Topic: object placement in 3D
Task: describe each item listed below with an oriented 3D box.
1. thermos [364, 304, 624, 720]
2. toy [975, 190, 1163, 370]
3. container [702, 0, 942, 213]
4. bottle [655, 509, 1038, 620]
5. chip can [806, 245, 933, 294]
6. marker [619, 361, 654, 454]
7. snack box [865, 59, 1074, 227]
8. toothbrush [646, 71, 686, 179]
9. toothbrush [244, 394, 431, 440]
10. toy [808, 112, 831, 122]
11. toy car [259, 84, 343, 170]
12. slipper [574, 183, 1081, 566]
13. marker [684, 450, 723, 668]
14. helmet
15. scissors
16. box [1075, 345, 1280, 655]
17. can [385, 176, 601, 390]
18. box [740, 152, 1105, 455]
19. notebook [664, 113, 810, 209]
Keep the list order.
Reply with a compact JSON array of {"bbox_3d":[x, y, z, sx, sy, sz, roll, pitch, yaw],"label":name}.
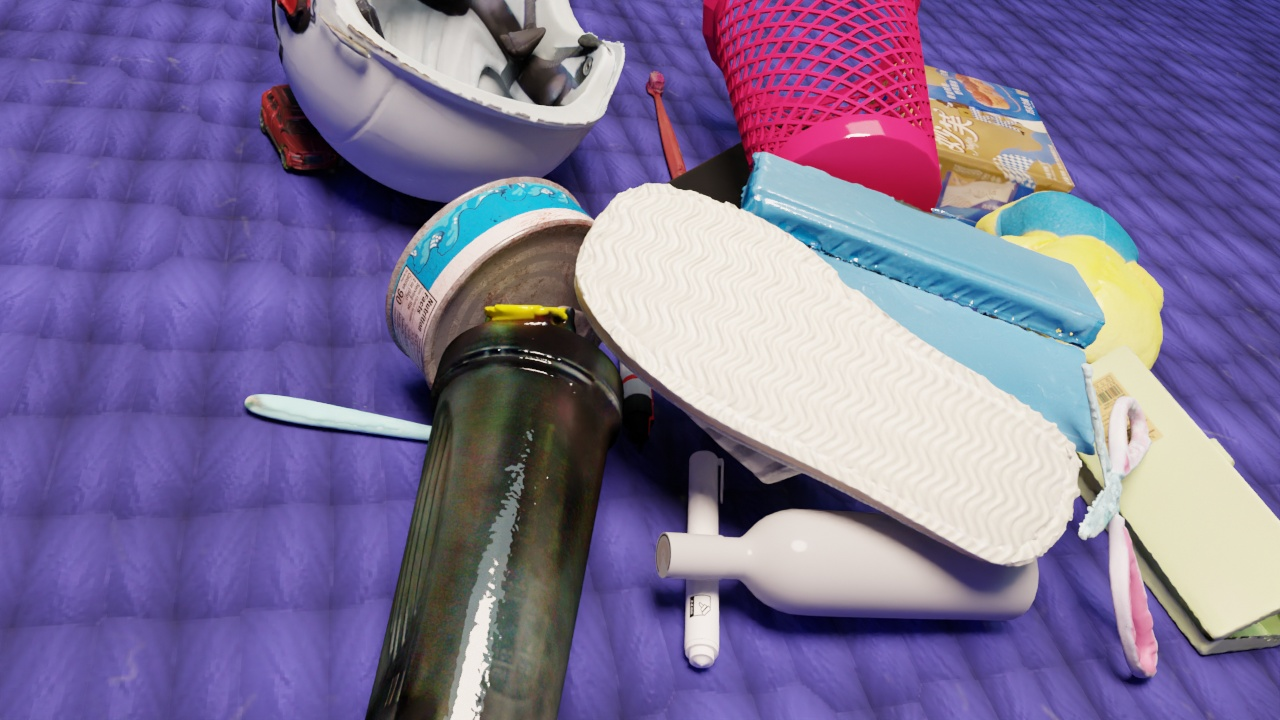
[{"bbox_3d":[-0.061,0.071,0.409,0.098,0.098,0.220,12,48,-6],"label":"thermos"},{"bbox_3d":[0.339,-0.063,0.724,0.149,0.084,0.213,23,37,10],"label":"toy"},{"bbox_3d":[0.147,-0.204,0.718,0.183,0.184,0.225,7,54,-12],"label":"container"},{"bbox_3d":[0.103,0.102,0.462,0.195,0.053,0.052,7,40,-18],"label":"bottle"},{"bbox_3d":[0.176,-0.006,0.605,0.075,0.075,0.214,-2,43,-22],"label":"chip can"},{"bbox_3d":[-0.003,0.003,0.576,0.019,0.019,0.145,8,40,-10],"label":"marker"},{"bbox_3d":[0.311,-0.210,0.895,0.155,0.069,0.202,14,40,-2],"label":"snack box"},{"bbox_3d":[0.024,-0.220,0.847,0.016,0.017,0.189,6,40,-14],"label":"toothbrush"},{"bbox_3d":[-0.122,0.036,0.500,0.180,0.017,0.016,9,41,-7],"label":"toothbrush"},{"bbox_3d":[0.187,-0.208,0.872,0.084,0.046,0.103,-5,37,8],"label":"toy"},{"bbox_3d":[-0.253,-0.173,0.684,0.042,0.036,0.091,-13,53,-32],"label":"toy car"},{"bbox_3d":[0.089,0.008,0.462,0.272,0.054,0.114,33,70,6],"label":"slipper"},{"bbox_3d":[0.034,0.099,0.478,0.020,0.017,0.133,-3,39,7],"label":"marker"},{"bbox_3d":[-0.149,-0.206,0.655,0.236,0.164,0.263,2,48,-40],"label":"helmet"},{"bbox_3d":[0.263,0.080,0.502,0.013,0.170,0.172,-12,6,40],"label":"scissors"},{"bbox_3d":[0.319,0.087,0.569,0.077,0.091,0.187,-15,48,-5],"label":"box"},{"bbox_3d":[-0.071,-0.034,0.508,0.129,0.130,0.044,-19,51,-35],"label":"can"},{"bbox_3d":[0.167,-0.049,0.556,0.231,0.048,0.176,20,39,-1],"label":"box"},{"bbox_3d":[0.120,-0.139,0.768,0.141,0.008,0.208,38,53,24],"label":"notebook"}]
